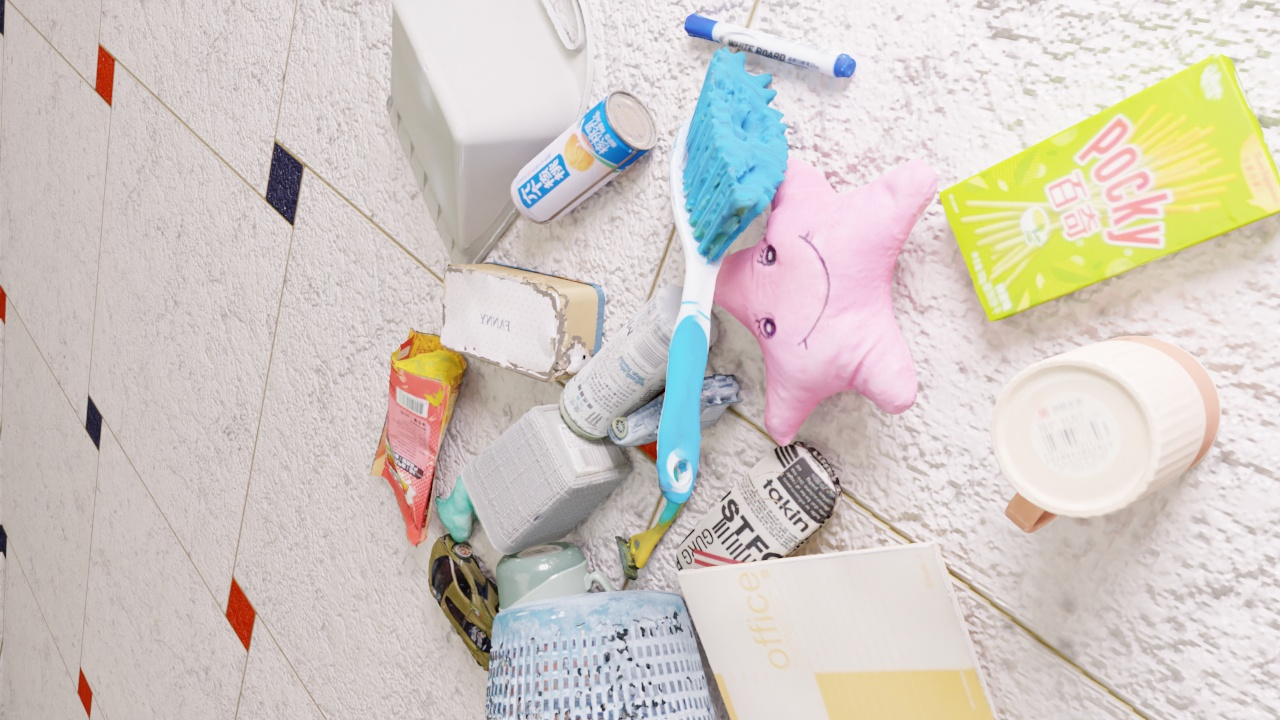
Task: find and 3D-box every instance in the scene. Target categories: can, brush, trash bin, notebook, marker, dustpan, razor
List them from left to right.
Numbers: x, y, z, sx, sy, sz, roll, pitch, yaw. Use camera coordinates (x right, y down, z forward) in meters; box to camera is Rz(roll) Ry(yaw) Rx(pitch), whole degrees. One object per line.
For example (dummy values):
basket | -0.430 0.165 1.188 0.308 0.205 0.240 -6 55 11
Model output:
dustpan | -0.138 -0.243 0.858 0.222 0.142 0.258 64 160 16
can | -0.049 -0.163 0.753 0.135 0.053 0.053 -28 76 42
trash bin | -0.029 0.278 0.683 0.227 0.226 0.195 -24 64 43
can | -0.004 0.004 0.730 0.147 0.058 0.058 -44 66 38
razor | 0.017 0.122 0.746 0.043 0.028 0.133 -104 34 -51
brush | 0.047 -0.067 0.588 0.110 0.060 0.313 -50 29 45
marker | 0.088 -0.221 0.642 0.146 0.016 0.017 31 116 37
notebook | 0.129 0.202 0.632 0.207 0.010 0.146 -17 95 39

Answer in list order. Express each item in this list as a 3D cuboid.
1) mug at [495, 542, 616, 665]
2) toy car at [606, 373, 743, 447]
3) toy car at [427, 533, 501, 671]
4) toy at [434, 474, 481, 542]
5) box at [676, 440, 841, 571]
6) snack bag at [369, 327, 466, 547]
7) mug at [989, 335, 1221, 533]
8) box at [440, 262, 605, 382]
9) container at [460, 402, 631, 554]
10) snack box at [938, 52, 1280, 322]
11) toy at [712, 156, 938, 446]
mug | -0.070 0.219 0.813 0.112 0.082 0.106 -7 90 13
toy car | 0.025 0.043 0.710 0.121 0.054 0.036 -31 72 42
toy car | -0.177 0.245 0.939 0.158 0.042 0.070 43 122 34
toy | -0.176 0.149 0.930 0.096 0.030 0.092 50 128 32
box | 0.080 0.125 0.670 0.070 0.055 0.165 39 122 7
snack bag | -0.238 0.079 0.962 0.128 0.073 0.208 45 129 39
mug | 0.232 0.044 0.478 0.081 0.105 0.115 46 123 30
box | -0.115 -0.039 0.830 0.184 0.060 0.090 19 108 42
container | -0.080 0.096 0.795 0.115 0.090 0.090 -43 67 34
snack box | 0.250 -0.088 0.499 0.157 0.026 0.085 -25 79 42
toy | 0.108 -0.038 0.605 0.179 0.074 0.194 10 97 47
